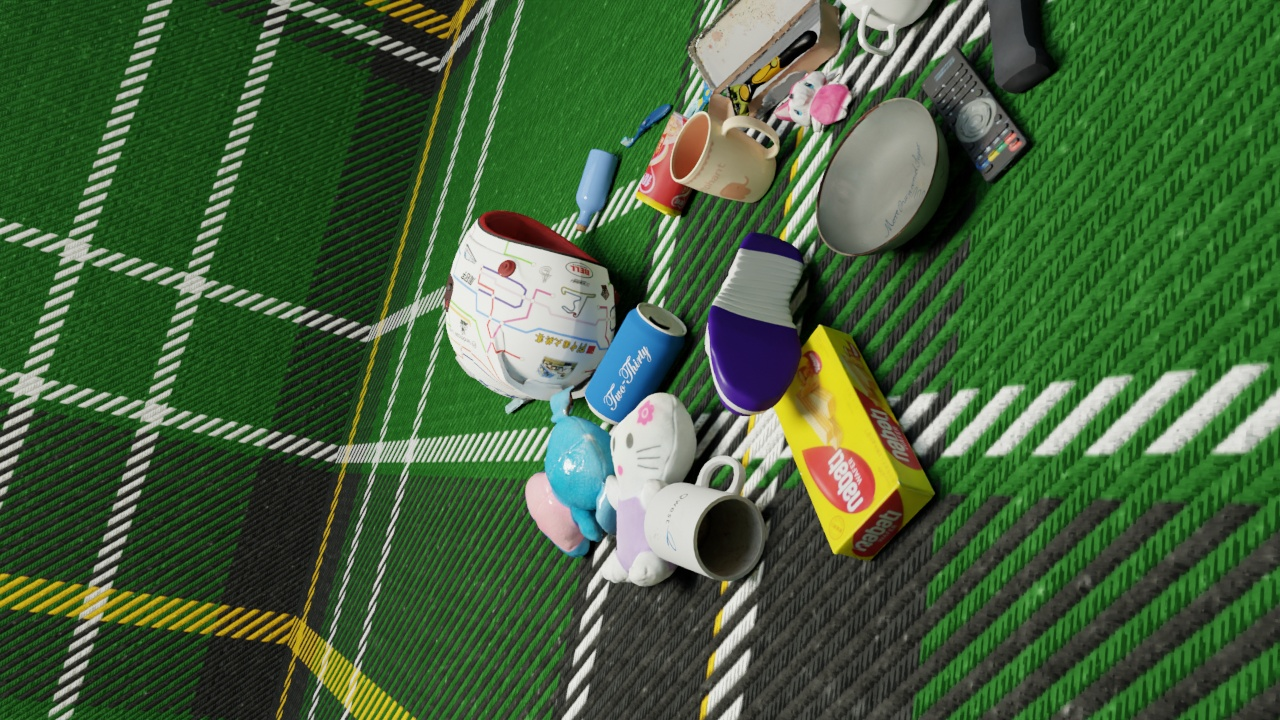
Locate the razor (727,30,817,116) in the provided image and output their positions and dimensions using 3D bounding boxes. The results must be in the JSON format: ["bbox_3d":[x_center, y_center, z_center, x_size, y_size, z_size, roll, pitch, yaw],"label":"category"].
[{"bbox_3d":[0.150,-0.330,1.047,0.144,0.021,0.044,-30,67,50],"label":"razor"}]

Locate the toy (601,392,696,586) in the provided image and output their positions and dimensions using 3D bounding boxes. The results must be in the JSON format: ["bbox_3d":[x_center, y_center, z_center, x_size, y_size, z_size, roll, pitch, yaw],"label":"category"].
[{"bbox_3d":[0.013,0.145,1.022,0.138,0.085,0.209,153,125,-67],"label":"toy"}]

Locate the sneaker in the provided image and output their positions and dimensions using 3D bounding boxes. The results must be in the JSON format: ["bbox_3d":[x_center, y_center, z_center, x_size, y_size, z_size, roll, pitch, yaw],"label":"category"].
[{"bbox_3d":[0.100,-0.018,0.908,0.243,0.092,0.111,-71,3,-47],"label":"sneaker"}]

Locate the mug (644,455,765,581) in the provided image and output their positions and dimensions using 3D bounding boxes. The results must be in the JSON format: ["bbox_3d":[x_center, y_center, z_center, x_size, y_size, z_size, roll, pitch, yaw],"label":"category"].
[{"bbox_3d":[0.069,0.152,0.920,0.096,0.083,0.119,1,67,62],"label":"mug"}]

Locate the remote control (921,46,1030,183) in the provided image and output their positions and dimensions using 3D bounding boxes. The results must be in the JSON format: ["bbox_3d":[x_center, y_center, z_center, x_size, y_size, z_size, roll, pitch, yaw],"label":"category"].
[{"bbox_3d":[0.288,-0.212,0.790,0.046,0.021,0.140,-51,39,38],"label":"remote control"}]

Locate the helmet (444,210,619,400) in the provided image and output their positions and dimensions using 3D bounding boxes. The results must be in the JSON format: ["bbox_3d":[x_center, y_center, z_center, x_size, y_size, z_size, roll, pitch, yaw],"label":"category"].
[{"bbox_3d":[-0.166,-0.067,1.322,0.314,0.230,0.236,41,114,55],"label":"helmet"}]

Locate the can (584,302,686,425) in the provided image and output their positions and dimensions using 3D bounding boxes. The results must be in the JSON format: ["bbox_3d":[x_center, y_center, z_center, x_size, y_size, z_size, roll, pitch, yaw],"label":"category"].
[{"bbox_3d":[-0.007,0.007,1.149,0.146,0.079,0.079,-60,29,23],"label":"can"}]

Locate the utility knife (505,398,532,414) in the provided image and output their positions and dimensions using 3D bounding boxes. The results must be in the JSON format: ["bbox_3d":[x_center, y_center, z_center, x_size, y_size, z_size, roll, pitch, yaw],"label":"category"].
[{"bbox_3d":[-0.173,0.047,1.503,0.234,0.020,0.028,-31,47,51],"label":"utility knife"}]

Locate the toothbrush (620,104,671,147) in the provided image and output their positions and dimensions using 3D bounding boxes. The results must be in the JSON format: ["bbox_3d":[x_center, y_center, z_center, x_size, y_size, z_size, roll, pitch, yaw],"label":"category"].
[{"bbox_3d":[0.008,-0.360,1.407,0.133,0.016,0.021,-27,54,56],"label":"toothbrush"}]

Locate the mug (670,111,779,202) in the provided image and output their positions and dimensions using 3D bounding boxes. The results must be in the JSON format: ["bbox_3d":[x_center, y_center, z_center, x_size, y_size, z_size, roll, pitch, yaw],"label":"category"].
[{"bbox_3d":[0.107,-0.235,1.051,0.112,0.104,0.085,-37,44,48],"label":"mug"}]

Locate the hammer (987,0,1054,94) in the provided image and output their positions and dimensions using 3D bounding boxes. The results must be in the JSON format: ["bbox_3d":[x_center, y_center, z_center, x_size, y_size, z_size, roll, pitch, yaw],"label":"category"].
[{"bbox_3d":[0.325,-0.371,0.800,0.140,0.035,0.311,-33,47,54],"label":"hammer"}]

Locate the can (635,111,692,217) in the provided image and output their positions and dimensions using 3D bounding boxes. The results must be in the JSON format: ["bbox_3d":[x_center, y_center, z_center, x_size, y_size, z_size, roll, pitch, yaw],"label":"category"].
[{"bbox_3d":[0.047,-0.259,1.218,0.124,0.066,0.066,-64,28,15],"label":"can"}]

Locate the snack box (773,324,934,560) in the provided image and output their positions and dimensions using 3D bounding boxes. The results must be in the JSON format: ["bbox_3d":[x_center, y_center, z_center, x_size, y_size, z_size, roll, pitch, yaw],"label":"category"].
[{"bbox_3d":[0.178,0.068,0.806,0.092,0.042,0.200,-56,31,32],"label":"snack box"}]

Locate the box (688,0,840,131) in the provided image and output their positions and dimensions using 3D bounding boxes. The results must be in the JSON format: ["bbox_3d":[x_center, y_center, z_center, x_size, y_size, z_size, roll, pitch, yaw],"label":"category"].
[{"bbox_3d":[0.145,-0.377,1.109,0.217,0.071,0.156,-32,76,52],"label":"box"}]

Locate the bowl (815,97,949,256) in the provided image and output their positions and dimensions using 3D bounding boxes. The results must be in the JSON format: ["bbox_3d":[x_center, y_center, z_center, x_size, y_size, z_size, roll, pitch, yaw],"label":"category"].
[{"bbox_3d":[0.228,-0.156,0.827,0.151,0.056,0.150,-41,40,46],"label":"bowl"}]

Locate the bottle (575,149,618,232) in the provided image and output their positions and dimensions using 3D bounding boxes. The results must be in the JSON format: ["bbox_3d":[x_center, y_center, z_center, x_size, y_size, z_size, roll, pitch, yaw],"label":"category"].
[{"bbox_3d":[-0.077,-0.271,1.479,0.048,0.048,0.131,18,91,63],"label":"bottle"}]

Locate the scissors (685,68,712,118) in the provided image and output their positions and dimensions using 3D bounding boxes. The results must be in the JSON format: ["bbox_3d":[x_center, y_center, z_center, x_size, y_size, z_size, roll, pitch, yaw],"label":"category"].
[{"bbox_3d":[0.093,-0.359,1.255,0.131,0.014,0.125,-36,45,46],"label":"scissors"}]

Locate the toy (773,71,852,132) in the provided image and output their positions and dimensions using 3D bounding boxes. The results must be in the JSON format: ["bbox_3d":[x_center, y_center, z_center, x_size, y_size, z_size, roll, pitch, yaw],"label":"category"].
[{"bbox_3d":[0.186,-0.287,0.999,0.065,0.050,0.102,-62,33,10],"label":"toy"}]

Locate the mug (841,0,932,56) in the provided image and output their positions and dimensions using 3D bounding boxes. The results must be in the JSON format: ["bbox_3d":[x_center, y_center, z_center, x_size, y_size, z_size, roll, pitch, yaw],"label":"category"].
[{"bbox_3d":[0.242,-0.354,0.896,0.090,0.076,0.123,-1,74,62],"label":"mug"}]

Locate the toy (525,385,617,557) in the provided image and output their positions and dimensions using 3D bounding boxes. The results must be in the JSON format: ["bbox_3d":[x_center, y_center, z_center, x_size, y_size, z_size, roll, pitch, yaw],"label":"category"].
[{"bbox_3d":[-0.089,0.147,1.177,0.224,0.098,0.192,60,138,30],"label":"toy"}]
